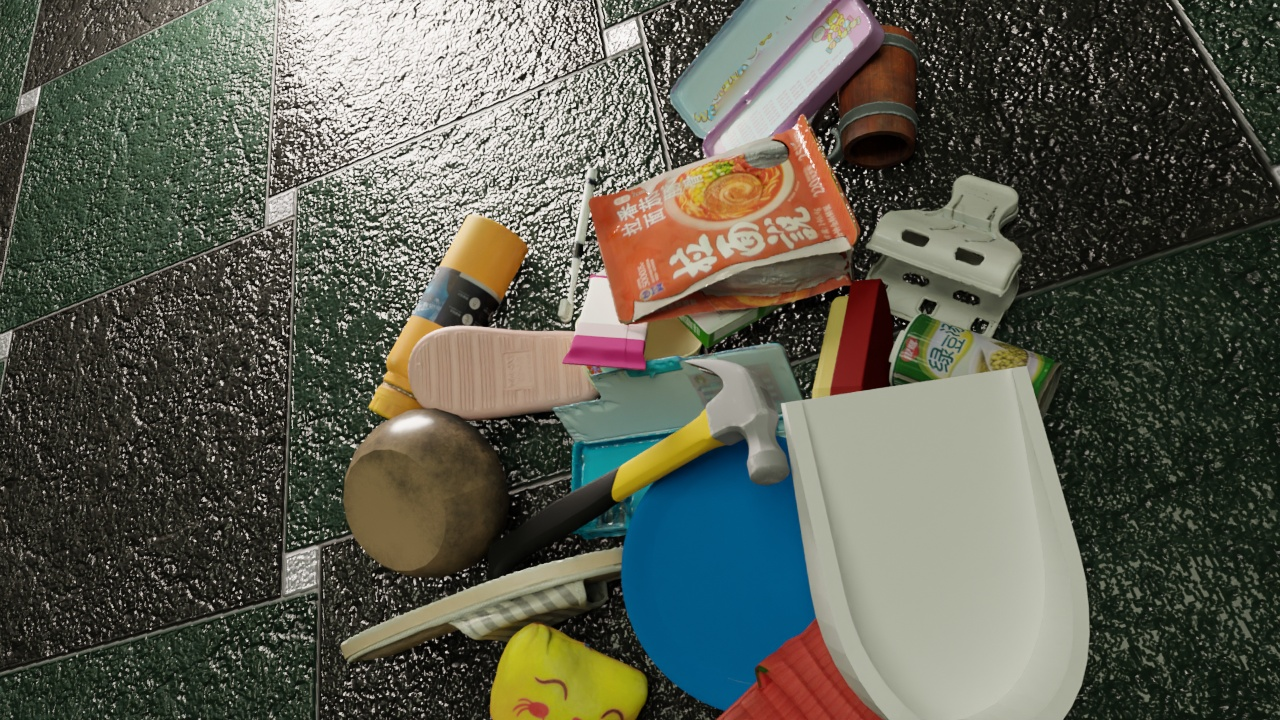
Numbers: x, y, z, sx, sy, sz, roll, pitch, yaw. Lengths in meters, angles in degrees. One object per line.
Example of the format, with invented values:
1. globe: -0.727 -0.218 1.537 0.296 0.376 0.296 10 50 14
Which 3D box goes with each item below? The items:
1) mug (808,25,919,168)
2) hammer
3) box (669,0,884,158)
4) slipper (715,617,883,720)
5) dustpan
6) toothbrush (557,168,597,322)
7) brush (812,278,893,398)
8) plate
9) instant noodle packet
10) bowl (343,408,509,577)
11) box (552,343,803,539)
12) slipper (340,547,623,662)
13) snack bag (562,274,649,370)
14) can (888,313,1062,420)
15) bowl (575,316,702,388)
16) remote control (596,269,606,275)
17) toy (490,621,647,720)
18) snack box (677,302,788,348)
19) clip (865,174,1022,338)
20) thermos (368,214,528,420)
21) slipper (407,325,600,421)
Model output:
1. mug: 0.213 -0.247 0.891 0.118 0.081 0.111 -12 66 38
2. hammer: -0.020 0.105 0.764 0.325 0.029 0.126 -34 47 31
3. box: 0.128 -0.291 0.912 0.215 0.040 0.151 -43 63 32
4. slipper: 0.130 0.265 0.691 0.249 0.059 0.103 -45 75 4
5. dustpan: 0.219 0.143 0.649 0.191 0.053 0.257 -8 87 -10
6. toothbrush: -0.067 -0.128 0.988 0.012 0.017 0.186 0 68 20
7. brush: 0.176 0.008 0.757 0.042 0.082 0.173 -3 42 25
8. plate: 0.096 0.173 0.750 0.224 0.024 0.224 -1 85 9
9. instant noodle packet: 0.071 -0.119 0.850 0.221 0.084 0.164 -15 57 2
10. bowl: -0.209 0.130 0.860 0.162 0.070 0.162 5 102 24
11. box: 0.038 0.071 0.818 0.228 0.086 0.168 -9 100 19
12. slipper: -0.130 0.222 0.800 0.273 0.114 0.054 -18 68 5
13. snack bag: -0.023 -0.038 0.839 0.070 0.016 0.196 5 27 2
14. can: 0.271 0.011 0.750 0.121 0.067 0.067 24 78 30
15. bowl: -0.005 0.005 0.863 0.118 0.117 0.074 25 122 30
16. remote control: 0.012 -0.090 0.939 0.137 0.013 0.043 -19 62 15
17. toy: -0.084 0.322 0.756 0.134 0.087 0.193 29 83 -12
18. snack box: 0.067 -0.098 0.884 0.131 0.027 0.168 -30 56 -19
19. clip: 0.272 -0.101 0.795 0.126 0.105 0.151 27 90 28
20. thermos: -0.205 -0.036 0.980 0.076 0.091 0.232 26 78 1
21. slipper: -0.130 0.017 0.921 0.197 0.081 0.093 0 81 -3
